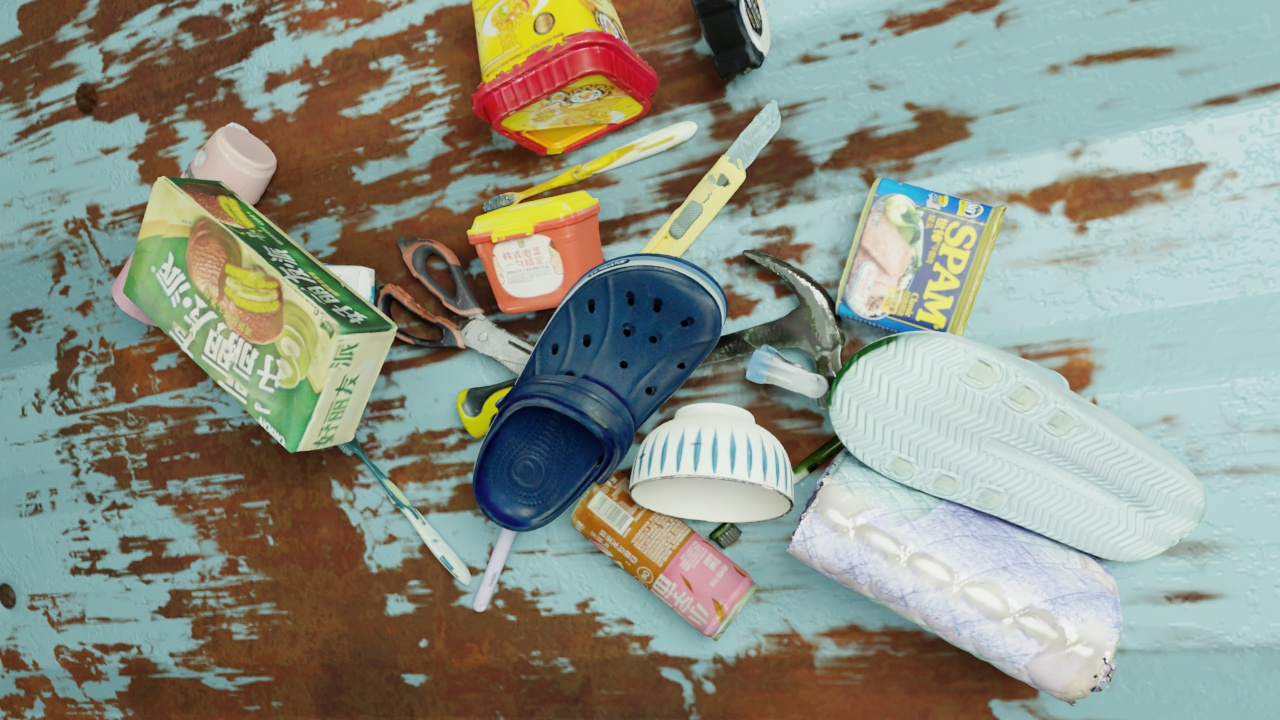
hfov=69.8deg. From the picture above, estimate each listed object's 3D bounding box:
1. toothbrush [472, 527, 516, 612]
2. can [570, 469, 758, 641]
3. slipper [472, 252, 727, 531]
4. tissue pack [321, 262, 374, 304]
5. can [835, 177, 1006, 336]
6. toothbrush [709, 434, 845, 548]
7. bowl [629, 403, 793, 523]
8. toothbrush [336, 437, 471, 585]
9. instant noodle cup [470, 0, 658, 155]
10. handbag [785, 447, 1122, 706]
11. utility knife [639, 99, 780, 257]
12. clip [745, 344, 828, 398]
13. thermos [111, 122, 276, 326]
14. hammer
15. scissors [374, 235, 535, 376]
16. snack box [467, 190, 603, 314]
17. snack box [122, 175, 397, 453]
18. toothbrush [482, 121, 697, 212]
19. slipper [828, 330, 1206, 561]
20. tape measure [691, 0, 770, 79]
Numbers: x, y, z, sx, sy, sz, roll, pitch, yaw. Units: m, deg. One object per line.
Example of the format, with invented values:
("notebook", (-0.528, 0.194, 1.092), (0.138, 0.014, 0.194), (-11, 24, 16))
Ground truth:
("toothbrush", (-0.108, 0.141, 0.771), (0.189, 0.029, 0.021), (-66, 28, 24))
("can", (0.017, 0.149, 0.710), (0.147, 0.057, 0.058), (37, 109, 13))
("slipper", (-0.044, 0.029, 0.655), (0.105, 0.095, 0.253), (37, 111, -7))
("tissue pack", (-0.290, -0.042, 0.799), (0.140, 0.063, 0.090), (9, 99, 28))
("can", (0.185, -0.064, 0.613), (0.083, 0.057, 0.102), (20, 105, 20))
("toothbrush", (0.123, 0.084, 0.684), (0.186, 0.012, 0.017), (-42, 87, 22))
("bowl", (0.052, 0.071, 0.660), (0.117, 0.116, 0.066), (-4, 64, 22))
("toothbrush", (-0.216, 0.130, 0.825), (0.191, 0.016, 0.018), (47, 121, 10))
("instant noodle cup", (-0.064, -0.232, 0.665), (0.116, 0.116, 0.123), (-20, 79, 23))
("handbag", (0.200, 0.132, 0.594), (0.194, 0.134, 0.076), (26, 106, 18))
("utility knife", (0.040, -0.112, 0.690), (0.031, 0.021, 0.198), (43, 106, 5))
("clip", (0.104, 0.010, 0.643), (0.058, 0.041, 0.026), (23, 104, 16))
("thermos", (-0.410, -0.128, 0.842), (0.199, 0.067, 0.087), (-48, 50, 21))
("hammer", (-0.004, 0.004, 0.713), (0.324, 0.031, 0.126), (-14, 92, 23))
("scissors", (-0.135, -0.039, 0.750), (0.206, 0.015, 0.197), (-17, 81, 29))
("snack box", (-0.075, -0.081, 0.704), (0.091, 0.081, 0.080), (-7, 105, 21))
("snack box", (-0.309, -0.042, 0.736), (0.240, 0.063, 0.115), (37, 112, 21))
("toothbrush", (-0.044, -0.148, 0.712), (0.192, 0.018, 0.016), (-16, 93, 23))
("slipper", (0.242, 0.048, 0.590), (0.245, 0.074, 0.104), (25, 119, -4))
("tape measure", (0.064, -0.235, 0.631), (0.034, 0.065, 0.066), (-9, 121, 26))
